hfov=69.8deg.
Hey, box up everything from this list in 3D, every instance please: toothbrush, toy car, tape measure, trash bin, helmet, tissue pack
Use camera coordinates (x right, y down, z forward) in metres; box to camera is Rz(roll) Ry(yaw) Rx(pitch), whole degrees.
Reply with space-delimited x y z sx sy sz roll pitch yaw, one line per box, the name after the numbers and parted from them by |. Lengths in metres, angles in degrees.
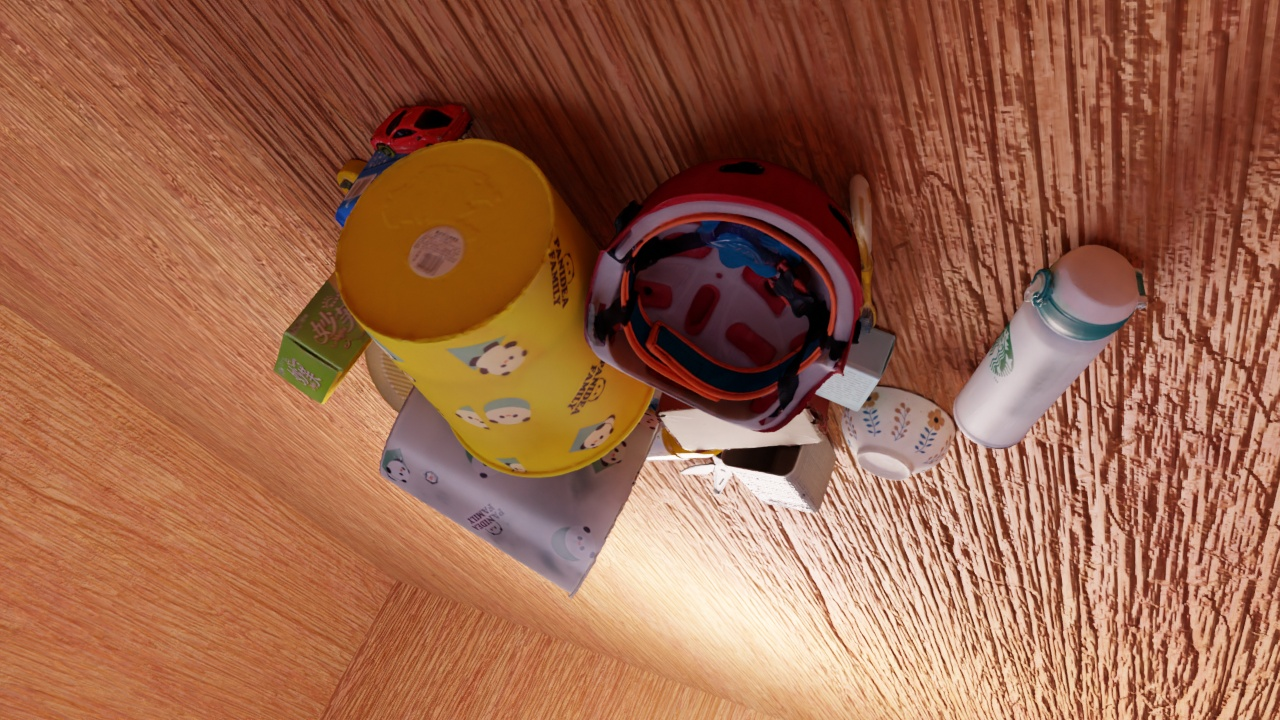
0.180 -0.080 0.745 0.016 0.018 0.191 12 151 24 | toothbrush
-0.200 -0.208 0.823 0.106 0.049 0.031 8 147 33 | toy car
-0.295 -0.185 0.976 0.057 0.028 0.060 31 154 -9 | tape measure
-0.120 -0.044 0.809 0.230 0.229 0.255 16 161 21 | trash bin
-0.135 0.105 1.030 0.252 0.229 0.230 28 154 0 | trash bin
0.076 -0.073 0.722 0.207 0.143 0.241 25 140 -5 | helmet
-0.225 -0.165 0.877 0.157 0.094 0.052 -4 143 43 | tissue pack

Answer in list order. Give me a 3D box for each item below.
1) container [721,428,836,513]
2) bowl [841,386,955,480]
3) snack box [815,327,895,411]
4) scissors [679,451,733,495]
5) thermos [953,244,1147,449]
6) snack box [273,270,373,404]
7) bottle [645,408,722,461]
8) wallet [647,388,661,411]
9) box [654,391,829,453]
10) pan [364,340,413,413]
0.163 0.111 1.042 0.090 0.090 0.114 7 152 35 | container
0.254 0.082 0.931 0.113 0.062 0.114 23 155 11 | bowl
0.142 -0.019 0.857 0.175 0.051 0.074 23 156 8 | snack box
0.121 0.139 1.211 0.227 0.015 0.189 4 147 37 | scissors
0.307 -0.006 0.711 0.073 0.073 0.225 21 153 11 | thermos
-0.302 -0.067 0.994 0.070 0.209 0.158 37 153 -12 | snack box
0.049 0.088 1.121 0.068 0.067 0.190 41 151 -28 | bottle
-0.006 0.006 1.060 0.106 0.040 0.133 29 155 4 | wallet
0.106 0.052 0.952 0.169 0.080 0.091 -7 140 31 | box
-0.172 0.014 1.150 0.357 0.078 0.198 17 119 10 | pan
